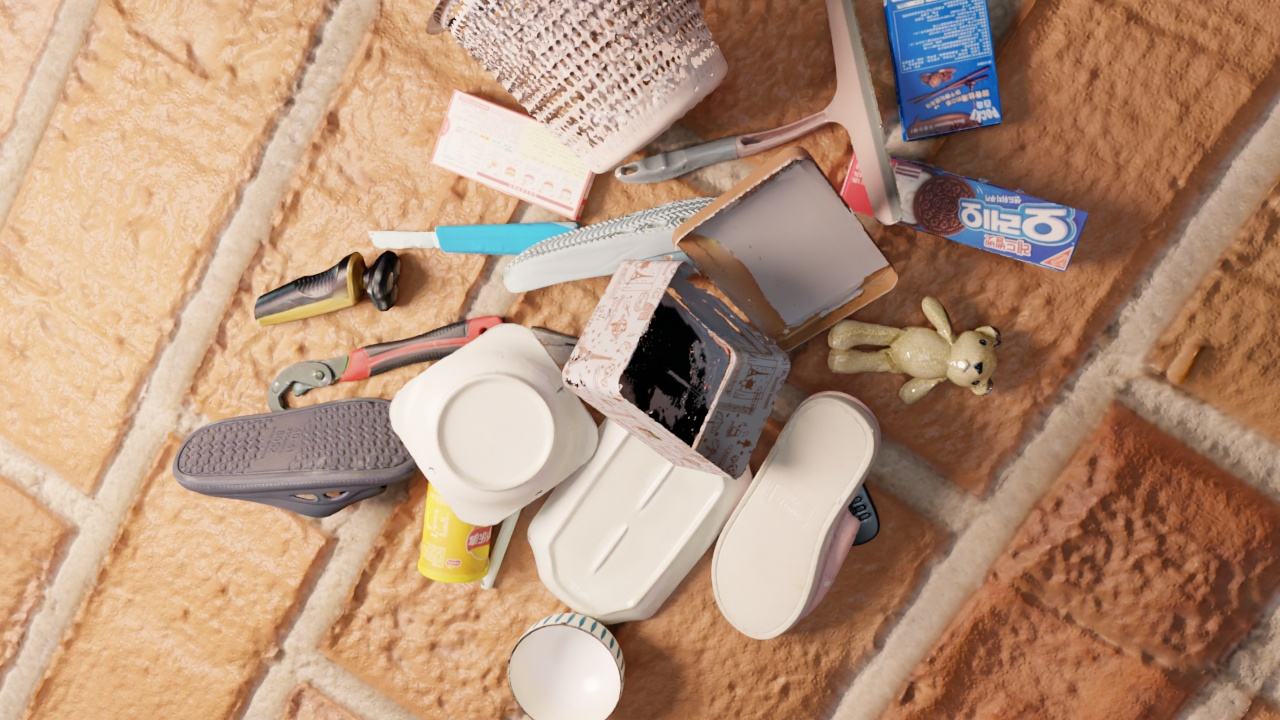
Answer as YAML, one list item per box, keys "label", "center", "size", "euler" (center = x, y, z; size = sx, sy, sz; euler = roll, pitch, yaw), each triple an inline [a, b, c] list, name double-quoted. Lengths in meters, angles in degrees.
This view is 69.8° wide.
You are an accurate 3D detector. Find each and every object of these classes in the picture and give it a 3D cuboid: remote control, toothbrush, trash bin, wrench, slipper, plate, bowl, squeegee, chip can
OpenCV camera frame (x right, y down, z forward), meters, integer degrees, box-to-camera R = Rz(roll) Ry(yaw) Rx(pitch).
- label: "remote control"
  center: [0.186, 0.114, 0.886]
  size: [0.053, 0.024, 0.136]
  euler: [-27, 92, 18]
- label: "toothbrush"
  center: [-0.127, 0.154, 0.944]
  size: [0.029, 0.020, 0.190]
  euler: [30, 104, 35]
- label: "trash bin"
  center: [-0.037, -0.279, 0.787]
  size: [0.228, 0.227, 0.192]
  euler: [-36, 103, 11]
- label: "wrench"
  center: [-0.266, 0.002, 0.946]
  size: [0.274, 0.016, 0.056]
  euler: [-18, 98, 11]
- label: "slipper"
  center: [-0.006, -0.093, 0.849]
  size: [0.245, 0.104, 0.074]
  euler: [-13, 109, 7]
- label: "plate"
  center: [-0.005, 0.152, 0.908]
  size: [0.162, 0.034, 0.266]
  euler: [37, 105, 1]
- label: "slipper"
  center: [-0.337, 0.105, 0.939]
  size: [0.268, 0.110, 0.083]
  euler: [-4, 135, 9]
- label: "slipper"
  center: [0.147, 0.148, 0.867]
  size: [0.114, 0.054, 0.275]
  euler: [30, 117, 23]
- label: "bowl"
  center: [-0.070, 0.307, 0.929]
  size: [0.116, 0.066, 0.116]
  euler: [2, 101, 10]
- label: "plate"
  center: [-0.136, 0.064, 0.863]
  size: [0.163, 0.034, 0.164]
  euler: [-34, 101, -1]
- label: "squeegee"
  center: [0.095, -0.203, 0.847]
  size: [0.250, 0.040, 0.247]
  euler: [-13, 73, 20]
- label: "chip can"
  center: [-0.177, 0.110, 0.918]
  size: [0.072, 0.072, 0.213]
  euler: [8, 99, 8]

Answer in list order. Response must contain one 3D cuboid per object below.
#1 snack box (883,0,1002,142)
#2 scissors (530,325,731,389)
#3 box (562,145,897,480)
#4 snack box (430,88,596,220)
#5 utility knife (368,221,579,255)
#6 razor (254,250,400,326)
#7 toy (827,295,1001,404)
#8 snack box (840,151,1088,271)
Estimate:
- label: "snack box"
  center: [0.268, -0.282, 0.819]
  size: [0.084, 0.026, 0.157]
  euler: [-9, 96, 10]
- label: "scissors"
  center: [-0.004, -0.008, 0.905]
  size: [0.197, 0.015, 0.205]
  euler: [-38, 91, 13]
- label: "box"
  center: [0.077, -0.036, 0.785]
  size: [0.274, 0.125, 0.179]
  euler: [-49, 127, 3]
- label: "snack box"
  center: [-0.119, -0.199, 0.890]
  size: [0.156, 0.027, 0.077]
  euler: [22, 100, 5]
- label: "utility knife"
  center: [-0.168, -0.121, 0.912]
  size: [0.216, 0.018, 0.034]
  euler: [1, 99, 7]
- label: "razor"
  center: [-0.319, -0.065, 0.932]
  size: [0.168, 0.062, 0.068]
  euler: [-14, 126, 16]
- label: "toy"
  center: [0.248, -0.007, 0.839]
  size: [0.157, 0.066, 0.105]
  euler: [5, 104, 1]
- label: "snack box"
  center: [0.285, -0.136, 0.821]
  size: [0.207, 0.057, 0.058]
  euler: [17, 102, 6]
